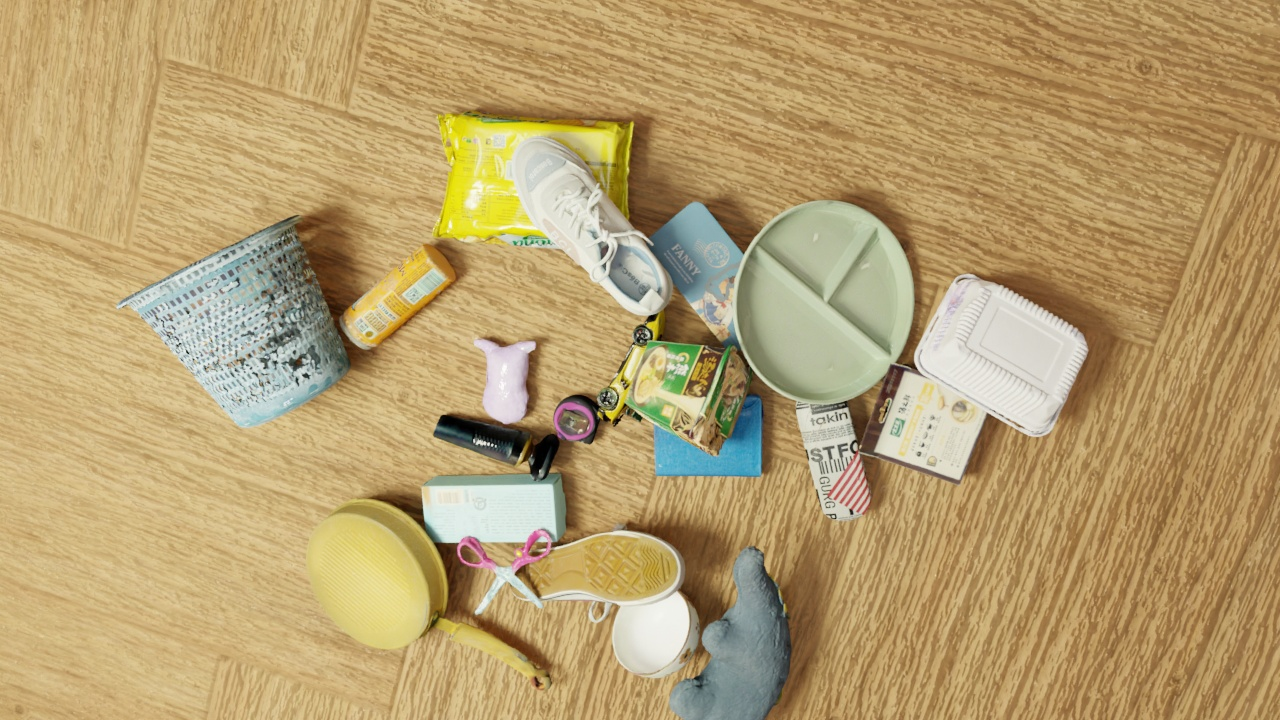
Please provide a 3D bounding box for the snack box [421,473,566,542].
[{"bbox_3d":[-0.183,0.185,1.150,0.175,0.051,0.074,-2,100,8],"label":"snack box"}]

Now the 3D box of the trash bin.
[{"bbox_3d":[-0.459,-0.037,1.092,0.227,0.226,0.195,-23,106,10],"label":"trash bin"}]

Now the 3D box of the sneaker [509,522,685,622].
[{"bbox_3d":[-0.045,0.260,1.125,0.242,0.087,0.118,-12,72,29],"label":"sneaker"}]

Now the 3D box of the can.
[{"bbox_3d":[-0.298,-0.078,1.128,0.146,0.058,0.058,-38,91,10],"label":"can"}]

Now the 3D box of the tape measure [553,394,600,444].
[{"bbox_3d":[-0.078,0.071,1.127,0.058,0.039,0.057,22,100,4],"label":"tape measure"}]

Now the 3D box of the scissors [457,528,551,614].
[{"bbox_3d":[-0.165,0.253,1.117,0.133,0.017,0.133,37,92,8],"label":"scissors"}]

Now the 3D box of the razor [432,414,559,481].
[{"bbox_3d":[-0.182,0.103,1.142,0.167,0.068,0.062,14,71,14],"label":"razor"}]

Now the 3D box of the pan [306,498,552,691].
[{"bbox_3d":[-0.266,0.315,1.161,0.357,0.078,0.198,38,119,9],"label":"pan"}]

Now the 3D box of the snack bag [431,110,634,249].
[{"bbox_3d":[-0.124,-0.212,1.084,0.246,0.068,0.158,5,98,8],"label":"snack bag"}]

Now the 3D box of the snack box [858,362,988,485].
[{"bbox_3d":[0.328,0.070,1.066,0.126,0.053,0.113,19,99,5],"label":"snack box"}]

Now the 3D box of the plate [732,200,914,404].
[{"bbox_3d":[0.206,-0.065,1.037,0.230,0.027,0.230,-2,96,-17],"label":"plate"}]

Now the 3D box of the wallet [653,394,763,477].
[{"bbox_3d":[0.082,0.091,1.111,0.133,0.040,0.106,0,102,7],"label":"wallet"}]

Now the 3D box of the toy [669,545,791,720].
[{"bbox_3d":[0.114,0.376,1.100,0.091,0.137,0.357,34,112,46],"label":"toy"}]

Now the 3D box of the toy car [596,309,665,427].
[{"bbox_3d":[-0.007,0.006,1.093,0.041,0.071,0.156,28,99,5],"label":"toy car"}]

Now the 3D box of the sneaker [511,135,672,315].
[{"bbox_3d":[-0.057,-0.143,1.003,0.089,0.090,0.242,-41,94,7],"label":"sneaker"}]

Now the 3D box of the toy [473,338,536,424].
[{"bbox_3d":[-0.169,0.026,1.135,0.084,0.038,0.108,6,104,18],"label":"toy"}]

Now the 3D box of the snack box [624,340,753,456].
[{"bbox_3d":[0.052,0.033,1.042,0.106,0.118,0.117,18,79,23],"label":"snack box"}]

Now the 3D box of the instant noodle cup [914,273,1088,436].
[{"bbox_3d":[0.410,-0.012,1.018,0.173,0.060,0.138,30,77,4],"label":"instant noodle cup"}]

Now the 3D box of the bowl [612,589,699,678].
[{"bbox_3d":[0.028,0.337,1.126,0.113,0.113,0.062,-39,133,10],"label":"bowl"}]

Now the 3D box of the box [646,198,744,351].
[{"bbox_3d":[0.085,-0.102,1.073,0.090,0.062,0.184,-41,92,10],"label":"box"}]

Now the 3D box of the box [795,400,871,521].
[{"bbox_3d":[0.229,0.112,1.083,0.072,0.060,0.164,-19,94,-7],"label":"box"}]
